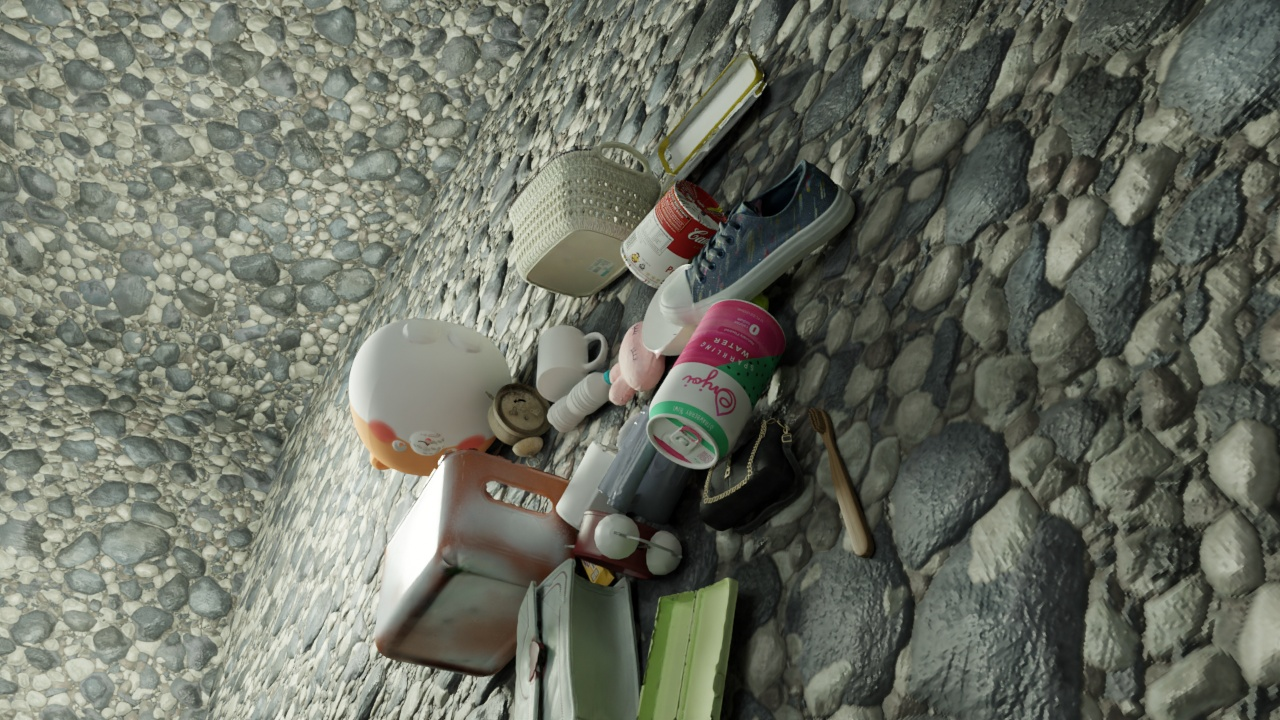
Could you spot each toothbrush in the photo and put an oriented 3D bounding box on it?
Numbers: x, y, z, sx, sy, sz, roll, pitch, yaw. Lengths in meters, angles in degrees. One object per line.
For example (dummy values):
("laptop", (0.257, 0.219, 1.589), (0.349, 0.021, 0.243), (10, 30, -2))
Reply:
("toothbrush", (0.168, 0.099, 0.777), (0.016, 0.016, 0.166), (-50, 29, 30))

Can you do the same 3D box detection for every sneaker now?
("sneaker", (0.107, -0.121, 0.964), (0.236, 0.079, 0.087), (-33, 31, 21))

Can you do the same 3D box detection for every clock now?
("clock", (-0.016, 0.191, 0.947), (0.138, 0.096, 0.048), (-17, 52, 61))
("clock", (-0.179, 0.101, 1.372), (0.055, 0.092, 0.140), (-49, 53, 42))

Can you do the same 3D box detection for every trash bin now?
("trash bin", (-0.202, 0.258, 1.124), (0.260, 0.181, 0.157), (-52, 29, 33))

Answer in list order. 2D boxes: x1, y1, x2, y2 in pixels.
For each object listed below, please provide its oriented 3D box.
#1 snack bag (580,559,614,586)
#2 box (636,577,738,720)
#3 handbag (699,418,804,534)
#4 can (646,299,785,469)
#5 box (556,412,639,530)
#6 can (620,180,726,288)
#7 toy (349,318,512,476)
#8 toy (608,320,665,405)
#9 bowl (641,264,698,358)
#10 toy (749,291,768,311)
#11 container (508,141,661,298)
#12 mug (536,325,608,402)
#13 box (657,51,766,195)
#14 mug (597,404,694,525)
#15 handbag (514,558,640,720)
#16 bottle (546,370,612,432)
("snack bag", (-0.053, 0.233, 1.064), (0.026, 0.020, 0.099), (-57, 26, 8))
("box", (0.039, 0.294, 0.815), (0.139, 0.030, 0.186), (-37, 35, 53))
("handbag", (0.102, 0.108, 0.865), (0.129, 0.054, 0.078), (-45, 19, 39))
("can", (0.075, 0.020, 0.896), (0.088, 0.088, 0.165), (-28, 23, 51))
("box", (-0.026, 0.128, 1.057), (0.165, 0.084, 0.094), (-63, 15, -2))
("can", (0.042, -0.161, 1.186), (0.117, 0.086, 0.086), (-45, 30, 32))
("toy", (-0.349, 0.070, 1.519), (0.265, 0.262, 0.281), (-112, 36, -61))
("toy", (-0.007, 0.007, 1.160), (0.105, 0.053, 0.108), (-53, 26, 32))
("bowl", (0.055, -0.053, 1.098), (0.115, 0.050, 0.114), (-44, 31, 35))
("toy", (0.095, -0.032, 1.012), (0.118, 0.043, 0.092), (-61, 27, 10))
("container", (-0.086, -0.201, 1.378), (0.252, 0.184, 0.143), (-33, 50, 49))
("mug", (-0.097, -0.002, 1.331), (0.111, 0.074, 0.090), (-23, 39, 17))
("box", (0.098, -0.330, 1.299), (0.210, 0.045, 0.128), (-43, 32, 35))
("mug", (0.011, 0.108, 0.961), (0.104, 0.084, 0.124), (-61, -15, -1))
("handbag", (-0.077, 0.320, 0.938), (0.142, 0.096, 0.198), (-49, 30, 30))
("bottle", (-0.077, 0.053, 1.256), (0.137, 0.044, 0.044), (-39, 34, 41))
